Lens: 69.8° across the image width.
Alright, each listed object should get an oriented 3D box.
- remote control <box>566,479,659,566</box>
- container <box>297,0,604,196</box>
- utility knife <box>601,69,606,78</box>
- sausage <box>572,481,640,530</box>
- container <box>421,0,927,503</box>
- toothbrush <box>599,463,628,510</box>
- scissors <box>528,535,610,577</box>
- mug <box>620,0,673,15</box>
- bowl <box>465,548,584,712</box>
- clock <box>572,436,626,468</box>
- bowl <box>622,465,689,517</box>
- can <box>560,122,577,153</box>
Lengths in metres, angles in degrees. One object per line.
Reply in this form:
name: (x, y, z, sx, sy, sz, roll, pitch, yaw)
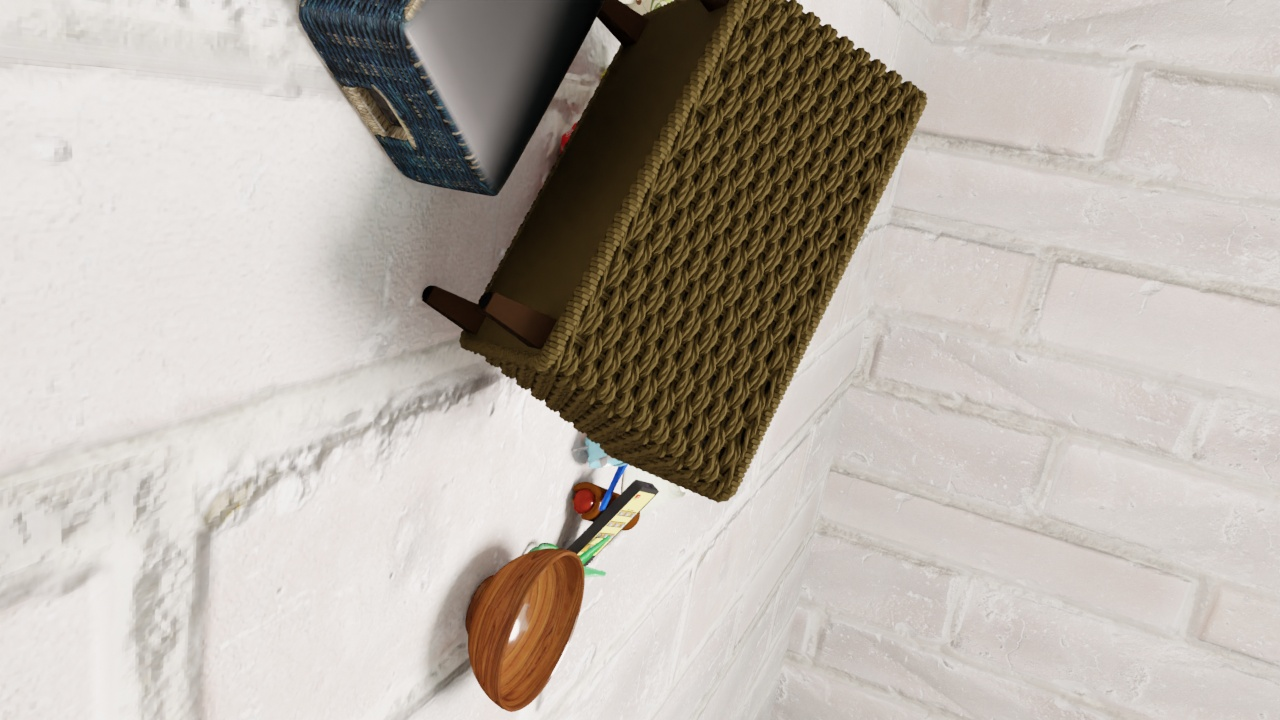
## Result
remote control: (-0.038, 0.181, 0.988, 0.133, 0.013, 0.058, -46, 157, 7)
container: (-0.097, -0.214, 0.544, 0.145, 0.071, 0.187, 66, 44, -60)
utility knife: (-0.008, -0.200, 0.851, 0.020, 0.029, 0.171, -60, 155, -25)
sausage: (-0.038, 0.166, 1.033, 0.155, 0.040, 0.040, 41, 66, -67)
container: (0.014, -0.102, 0.644, 0.205, 0.177, 0.320, 32, 81, -28)
toothbrush: (-0.019, 0.118, 1.025, 0.011, 0.017, 0.186, 65, 22, -18)
scissors: (-0.080, 0.225, 0.947, 0.128, 0.012, 0.119, 20, 98, -47)
mug: (0.012, -0.329, 0.767, 0.121, 0.081, 0.097, -12, 126, -44)
bowl: (-0.116, 0.233, 0.833, 0.146, 0.069, 0.147, -50, 149, -46)
clock: (-0.011, 0.090, 0.980, 0.123, 0.088, 0.042, 5, 63, -56)
bowl: (0.040, 0.126, 1.179, 0.176, 0.058, 0.176, 16, 89, -70)
can: (-0.034, -0.124, 0.771, 0.074, 0.074, 0.143, -36, 137, -59)
